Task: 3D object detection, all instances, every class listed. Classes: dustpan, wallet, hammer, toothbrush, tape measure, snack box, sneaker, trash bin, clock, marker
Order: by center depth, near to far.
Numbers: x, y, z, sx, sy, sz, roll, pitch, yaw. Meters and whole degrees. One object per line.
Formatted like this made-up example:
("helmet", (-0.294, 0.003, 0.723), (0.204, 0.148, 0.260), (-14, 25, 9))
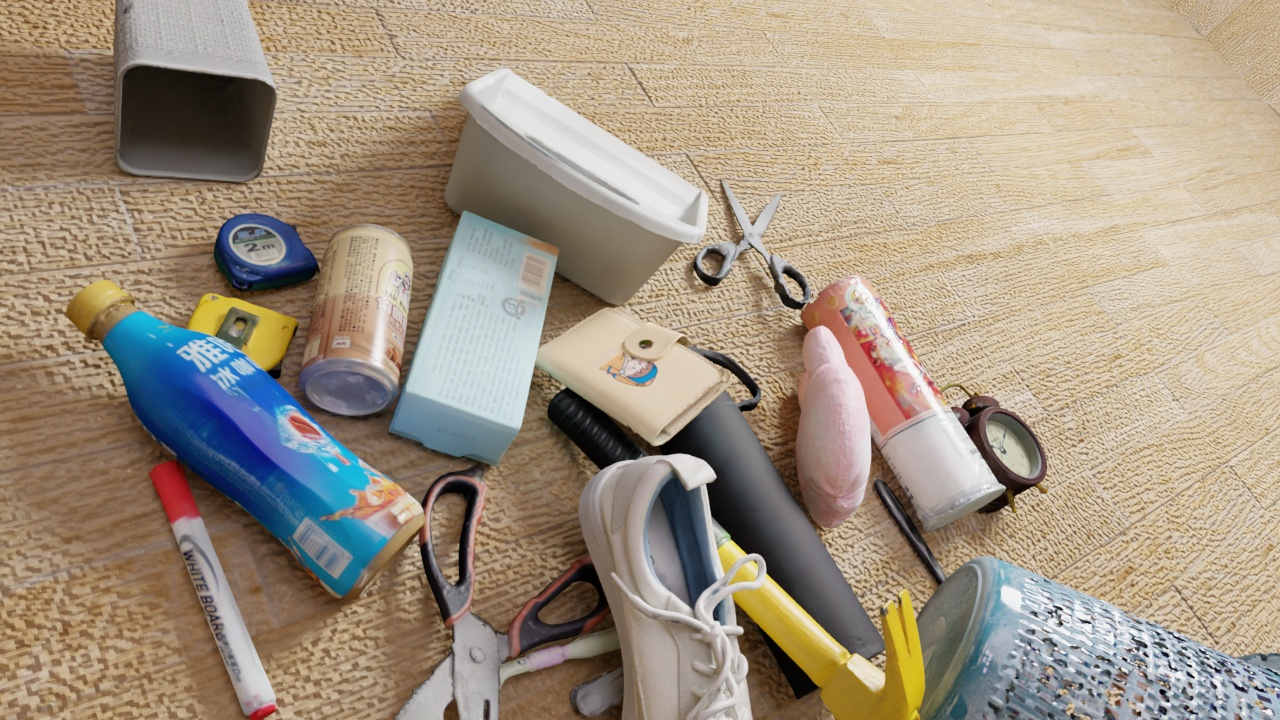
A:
("marker", (-0.221, 0.116, 0.473), (0.017, 0.017, 0.145), (-16, 66, -39))
("sneaker", (0.034, 0.168, 0.506), (0.089, 0.091, 0.242), (-4, 76, -39))
("tape measure", (-0.242, -0.012, 0.551), (0.060, 0.029, 0.057), (20, 49, -17))
("toothbrush", (-0.020, 0.171, 0.554), (0.189, 0.020, 0.029), (-6, 27, -37))
("trash bin", (0.262, 0.232, 0.566), (0.195, 0.227, 0.225), (30, 44, 9))
("hammer", (0.047, 0.119, 0.571), (0.301, 0.129, 0.032), (42, 33, 25))
("tape measure", (-0.246, -0.069, 0.595), (0.058, 0.025, 0.054), (-20, 67, -45))
("wallet", (-0.004, 0.004, 0.621), (0.115, 0.024, 0.087), (30, 50, 33))
("snack box", (-0.109, -0.019, 0.622), (0.074, 0.052, 0.174), (20, 47, -15))
("toothbrush", (0.237, 0.169, 0.718), (0.015, 0.018, 0.181), (-17, 65, -34))
("dustpan", (-0.036, -0.163, 0.719), (0.222, 0.143, 0.257), (30, 47, -8))
("clock", (0.299, 0.074, 0.800), (0.081, 0.055, 0.122), (-16, 69, -38))

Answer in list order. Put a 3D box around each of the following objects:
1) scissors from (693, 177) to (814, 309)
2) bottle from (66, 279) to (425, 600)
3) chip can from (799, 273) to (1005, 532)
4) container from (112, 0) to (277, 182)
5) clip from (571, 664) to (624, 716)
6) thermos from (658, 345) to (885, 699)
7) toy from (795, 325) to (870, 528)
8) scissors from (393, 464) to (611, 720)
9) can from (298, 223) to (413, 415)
("scissors", (0.105, -0.110, 0.844), (0.159, 0.014, 0.180), (43, 49, 17))
("bottle", (-0.217, 0.038, 0.498), (0.218, 0.065, 0.065), (40, 45, 1))
("chip can", (0.214, 0.032, 0.771), (0.071, 0.071, 0.214), (-8, 61, -36))
("container", (-0.303, -0.193, 0.614), (0.090, 0.090, 0.114), (-2, 54, -34))
("clip", (-0.015, 0.192, 0.541), (0.058, 0.043, 0.026), (-14, 71, -29))
("thermos", (0.084, 0.099, 0.633), (0.089, 0.069, 0.242), (-21, 68, -18))
("toy", (0.142, 0.047, 0.692), (0.054, 0.121, 0.159), (0, 43, 2))
("scissors", (-0.085, 0.146, 0.511), (0.226, 0.015, 0.189), (-21, 60, -45))
("can", (-0.177, -0.027, 0.581), (0.058, 0.059, 0.116), (14, 51, -23))
